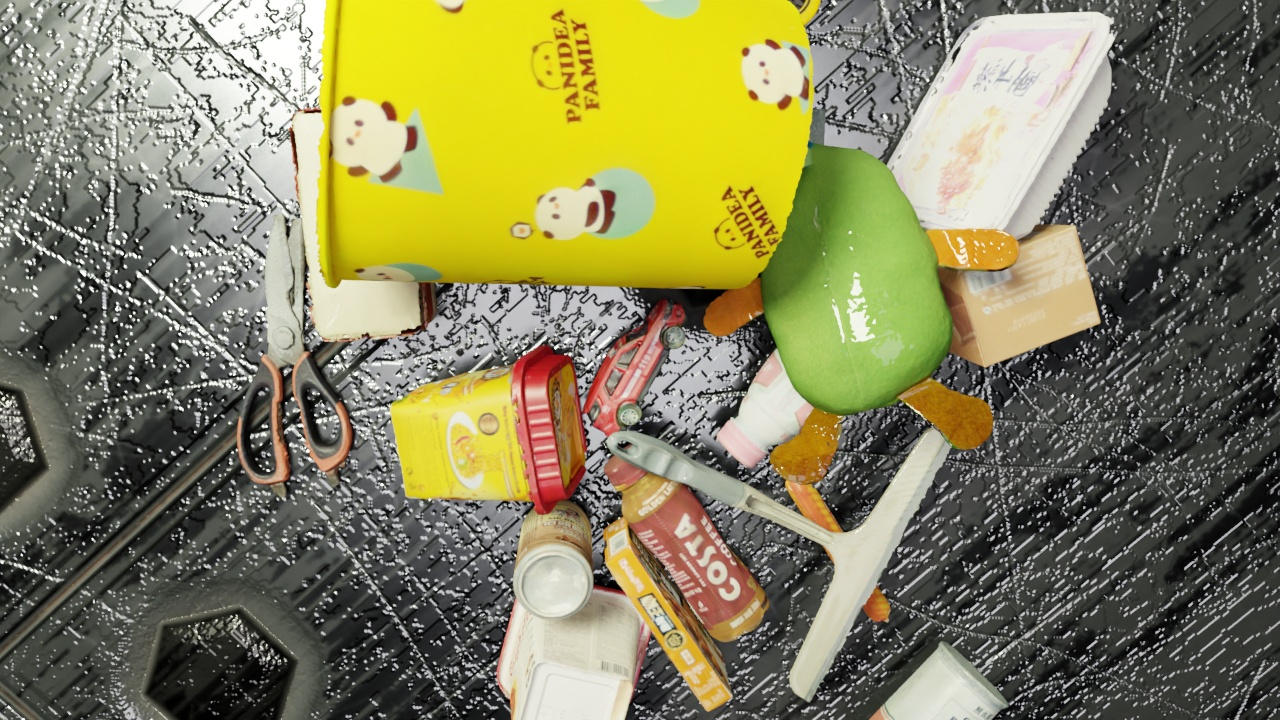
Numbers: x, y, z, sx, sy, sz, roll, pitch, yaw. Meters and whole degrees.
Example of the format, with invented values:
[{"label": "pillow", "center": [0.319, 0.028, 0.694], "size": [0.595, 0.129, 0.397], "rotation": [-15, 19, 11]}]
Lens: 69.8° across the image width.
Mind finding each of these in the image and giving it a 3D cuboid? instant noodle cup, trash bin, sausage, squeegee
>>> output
[{"label": "instant noodle cup", "center": [-0.053, 0.247, 0.724], "size": [0.116, 0.124, 0.116], "rotation": [14, 98, -5]}, {"label": "instant noodle cup", "center": [0.264, -0.162, 0.676], "size": [0.060, 0.138, 0.173], "rotation": [28, 94, -31]}, {"label": "trash bin", "center": [-0.051, -0.147, 0.559], "size": [0.255, 0.229, 0.230], "rotation": [4, 100, -14]}, {"label": "sausage", "center": [0.167, 0.157, 0.773], "size": [0.021, 0.021, 0.165], "rotation": [-33, 100, 2]}, {"label": "squeegee", "center": [0.082, 0.109, 0.715], "size": [0.246, 0.039, 0.246], "rotation": [26, 95, -11]}, {"label": "instant noodle cup", "center": [-0.114, 0.055, 0.700], "size": [0.124, 0.116, 0.116], "rotation": [-6, 100, 9]}]

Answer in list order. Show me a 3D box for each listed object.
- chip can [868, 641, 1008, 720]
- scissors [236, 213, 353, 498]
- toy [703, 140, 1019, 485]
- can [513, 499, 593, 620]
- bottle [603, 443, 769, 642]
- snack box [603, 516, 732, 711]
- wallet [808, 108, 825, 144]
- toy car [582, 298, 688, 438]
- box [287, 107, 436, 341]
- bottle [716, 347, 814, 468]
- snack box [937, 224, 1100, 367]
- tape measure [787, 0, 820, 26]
[{"label": "chip can", "center": [0.211, 0.342, 0.784], "size": [0.071, 0.071, 0.215], "rotation": [41, 96, -9]}, {"label": "scissors", "center": [-0.266, -0.002, 0.725], "size": [0.194, 0.015, 0.206], "rotation": [42, 95, -8]}, {"label": "toy", "center": [0.148, -0.044, 0.644], "size": [0.227, 0.090, 0.246], "rotation": [-13, 79, 22]}, {"label": "can", "center": [-0.066, 0.150, 0.711], "size": [0.058, 0.116, 0.058], "rotation": [-1, 100, -4]}, {"label": "bottle", "center": [0.035, 0.145, 0.745], "size": [0.057, 0.057, 0.175], "rotation": [-35, 100, 3]}, {"label": "snack box", "center": [0.021, 0.204, 0.746], "size": [0.026, 0.075, 0.154], "rotation": [-33, 100, 3]}, {"label": "wallet", "center": [0.083, -0.143, 0.696], "size": [0.120, 0.019, 0.097], "rotation": [-3, 99, -16]}, {"label": "toy car", "center": [-0.004, 0.004, 0.721], "size": [0.045, 0.053, 0.120], "rotation": [31, 96, -10]}, {"label": "box", "center": [-0.206, -0.100, 0.678], "size": [0.091, 0.079, 0.168], "rotation": [-4, 99, -4]}, {"label": "bottle", "center": [0.141, 0.003, 0.725], "size": [0.068, 0.068, 0.197], "rotation": [41, 99, -9]}, {"label": "snack box", "center": [0.278, -0.053, 0.706], "size": [0.093, 0.094, 0.077], "rotation": [-21, 101, 0]}, {"label": "tape measure", "center": [0.106, -0.275, 0.691], "size": [0.060, 0.029, 0.057], "rotation": [-45, 98, 4]}]
